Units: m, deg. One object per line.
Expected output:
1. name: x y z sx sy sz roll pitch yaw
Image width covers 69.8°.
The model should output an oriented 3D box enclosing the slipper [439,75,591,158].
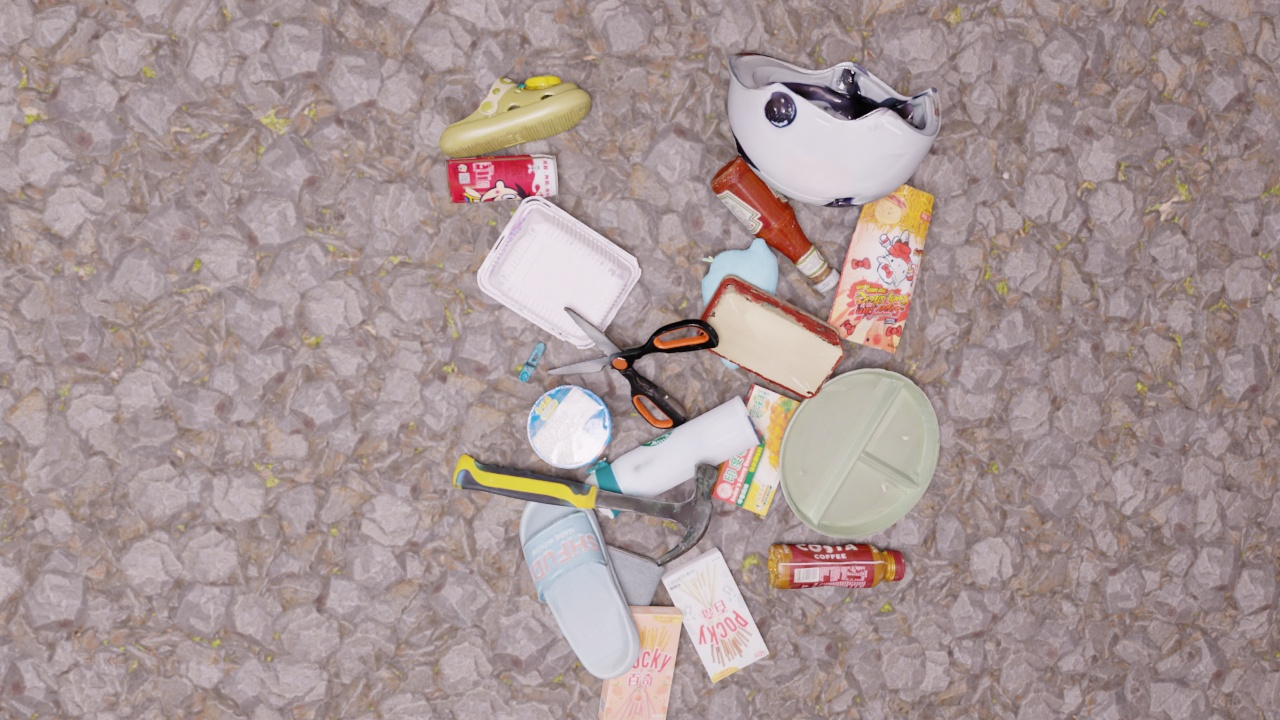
1. slipper: -0.155 -0.302 1.098 0.190 0.091 0.081 -19 93 -3

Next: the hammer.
1. hammer: -0.075 0.165 1.105 0.323 0.032 0.126 8 70 14

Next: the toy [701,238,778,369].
1. toy: 0.134 -0.071 1.169 0.156 0.049 0.161 31 101 -12

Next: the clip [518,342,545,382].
1. clip: -0.136 0.003 1.153 0.014 0.046 0.057 31 89 -7

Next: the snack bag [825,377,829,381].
1. snack bag: 0.257 0.046 1.203 0.104 0.026 0.048 33 84 -8

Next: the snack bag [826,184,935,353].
1. snack bag: 0.310 -0.120 1.177 0.128 0.073 0.208 13 93 -30

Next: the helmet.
1. helmet: 0.215 -0.267 1.095 0.259 0.228 0.146 22 122 20

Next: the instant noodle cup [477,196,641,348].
1. instant noodle cup: -0.097 -0.101 1.114 0.173 0.060 0.138 32 98 -13

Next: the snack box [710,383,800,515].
1. snack box: 0.153 0.116 1.193 0.077 0.027 0.156 21 91 -7

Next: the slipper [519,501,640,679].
1. slipper: -0.081 0.271 1.120 0.104 0.074 0.245 -30 74 10

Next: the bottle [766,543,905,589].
1. bottle: 0.257 0.269 1.201 0.175 0.057 0.057 2 93 -8

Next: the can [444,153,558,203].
1. can: -0.168 -0.222 1.117 0.132 0.053 0.053 -5 94 -7

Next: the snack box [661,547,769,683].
1. snack box: 0.097 0.333 1.201 0.084 0.027 0.157 -26 96 -5

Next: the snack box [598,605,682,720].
1. snack box: -0.001 0.390 1.170 0.084 0.026 0.157 6 101 -16

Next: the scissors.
1. scissors: -0.006 0.006 1.122 0.231 0.021 0.221 -11 129 22

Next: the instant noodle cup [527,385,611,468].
1. instant noodle cup: -0.088 0.075 1.118 0.099 0.110 0.099 0 94 -7

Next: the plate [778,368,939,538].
1. plate: 0.282 0.120 1.191 0.230 0.027 0.230 -3 103 -15

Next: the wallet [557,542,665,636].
1. wallet: -0.039 0.306 1.176 0.106 0.037 0.130 22 92 -10

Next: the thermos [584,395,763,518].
1. thermos: 0.038 0.121 1.148 0.224 0.073 0.073 -27 97 4

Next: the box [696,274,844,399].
1. box: 0.158 -0.027 1.117 0.168 0.077 0.091 26 113 -8

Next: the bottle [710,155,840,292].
1. bottle: 0.176 -0.169 1.164 0.059 0.060 0.206 -46 103 -3
